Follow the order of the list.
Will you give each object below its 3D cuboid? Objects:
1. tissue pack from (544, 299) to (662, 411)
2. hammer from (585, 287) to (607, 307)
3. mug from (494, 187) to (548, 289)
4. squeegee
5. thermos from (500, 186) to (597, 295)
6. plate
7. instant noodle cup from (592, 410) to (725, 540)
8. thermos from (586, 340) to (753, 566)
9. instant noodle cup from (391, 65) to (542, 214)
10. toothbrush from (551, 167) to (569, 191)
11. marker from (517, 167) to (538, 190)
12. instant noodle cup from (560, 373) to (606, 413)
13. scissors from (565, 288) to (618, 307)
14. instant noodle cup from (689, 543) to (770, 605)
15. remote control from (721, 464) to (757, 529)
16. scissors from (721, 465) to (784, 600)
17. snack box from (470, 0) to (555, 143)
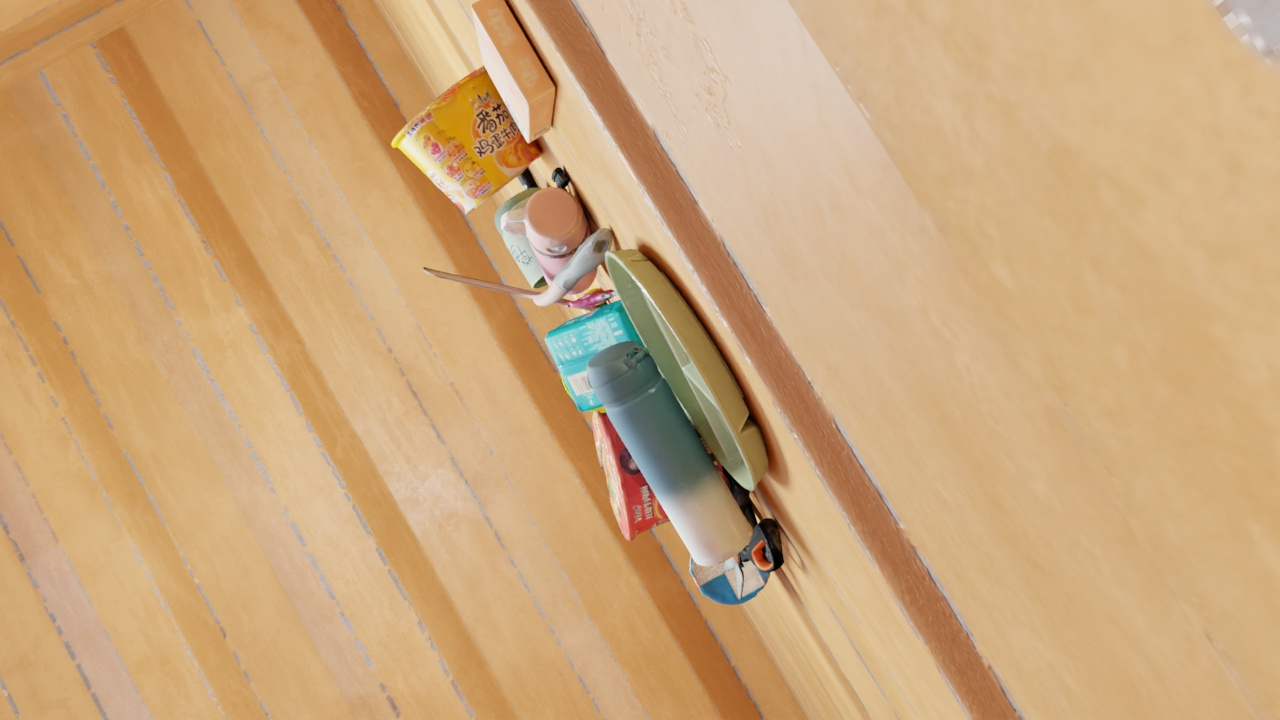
[{"bbox_3d":[-0.028,-0.007,0.919,0.134,0.050,0.093,-17,104,41],"label":"tissue pack"},{"bbox_3d":[0.010,0.043,1.286,0.323,0.032,0.126,61,175,-15],"label":"hammer"},{"bbox_3d":[-0.122,-0.161,1.149,0.106,0.082,0.112,60,145,3],"label":"mug"},{"bbox_3d":[-0.082,-0.084,0.945,0.250,0.247,0.040,156,123,-64],"label":"squeegee"},{"bbox_3d":[-0.095,-0.126,1.000,0.199,0.087,0.067,77,-171,-80],"label":"thermos"},{"bbox_3d":[0.039,0.004,0.759,0.230,0.027,0.230,59,175,8],"label":"plate"},{"bbox_3d":[0.020,0.105,0.948,0.138,0.108,0.138,165,91,-81],"label":"instant noodle cup"},{"bbox_3d":[0.025,0.084,0.844,0.220,0.070,0.070,59,175,-12],"label":"thermos"},{"bbox_3d":[-0.182,-0.233,0.996,0.110,0.138,0.138,52,177,-12],"label":"instant noodle cup"},{"bbox_3d":[-0.081,-0.172,0.995,0.018,0.014,0.189,49,175,5],"label":"toothbrush"},{"bbox_3d":[-0.135,-0.214,1.271,0.132,0.020,0.022,60,-155,-20],"label":"marker"},{"bbox_3d":[-0.039,0.005,1.170,0.111,0.112,0.123,59,-176,-3],"label":"instant noodle cup"},{"bbox_3d":[-0.030,-0.064,0.895,0.133,0.056,0.017,-3,102,62],"label":"scissors"},{"bbox_3d":[0.118,0.255,1.155,0.099,0.099,0.110,58,-177,17],"label":"instant noodle cup"},{"bbox_3d":[0.098,0.143,1.027,0.136,0.024,0.053,56,170,17],"label":"remote control"},{"bbox_3d":[0.107,0.190,0.999,0.190,0.021,0.230,68,165,1],"label":"scissors"},{"bbox_3d":[-0.103,-0.235,0.753,0.084,0.026,0.157,60,175,-6],"label":"snack box"}]
